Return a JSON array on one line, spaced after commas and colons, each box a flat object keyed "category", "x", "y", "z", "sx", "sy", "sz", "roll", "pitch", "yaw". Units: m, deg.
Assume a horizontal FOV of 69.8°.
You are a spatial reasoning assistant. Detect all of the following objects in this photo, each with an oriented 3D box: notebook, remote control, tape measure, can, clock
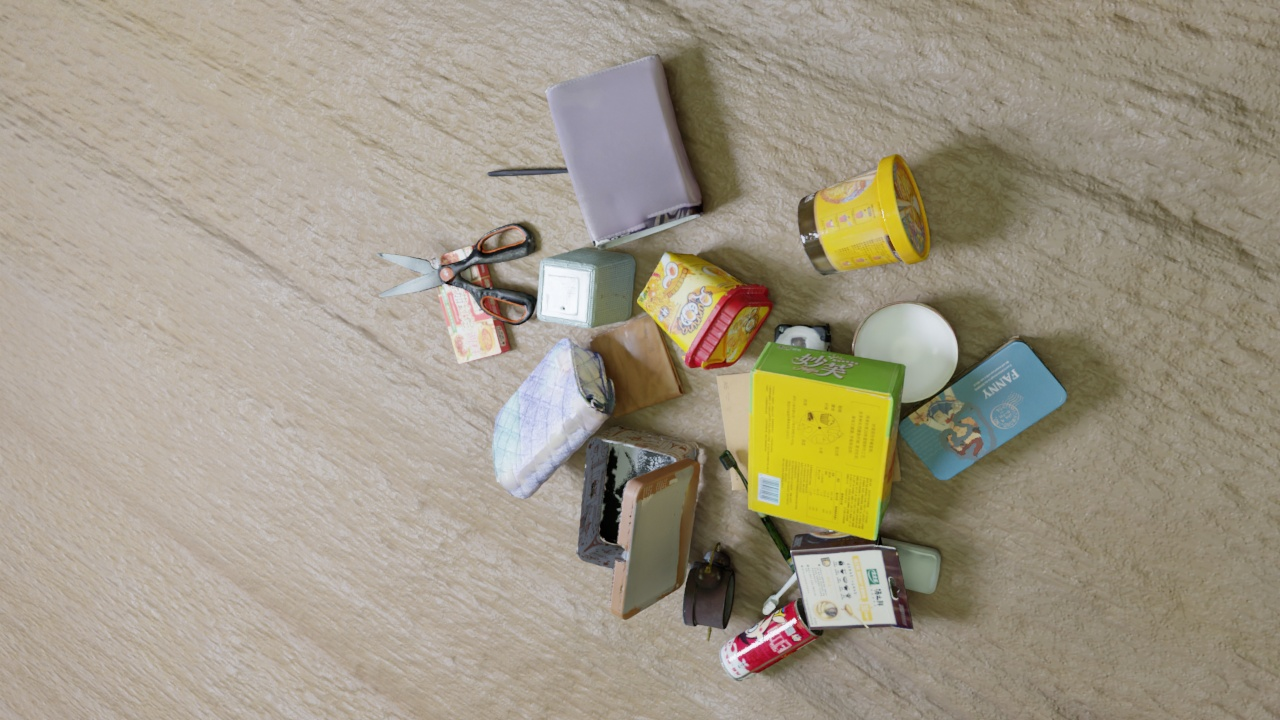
[{"category": "notebook", "x": 0.203, "y": 0.081, "z": 1.127, "sx": 0.212, "sy": 0.012, "sz": 0.149, "roll": -6, "pitch": 96, "yaw": 23}, {"category": "remote control", "x": 0.293, "y": 0.242, "z": 1.115, "sx": 0.136, "sy": 0.020, "sz": 0.056, "roll": 9, "pitch": 103, "yaw": 21}, {"category": "tape measure", "x": 0.194, "y": -0.011, "z": 1.095, "sx": 0.066, "sy": 0.033, "sz": 0.066, "roll": 0, "pitch": 91, "yaw": 25}, {"category": "can", "x": 0.166, "y": 0.358, "z": 1.172, "sx": 0.133, "sy": 0.053, "sz": 0.053, "roll": -40, "pitch": 84, "yaw": 24}, {"category": "clock", "x": 0.089, "y": 0.291, "z": 1.177, "sx": 0.055, "sy": 0.082, "sz": 0.122, "roll": 7, "pitch": 104, "yaw": 17}]

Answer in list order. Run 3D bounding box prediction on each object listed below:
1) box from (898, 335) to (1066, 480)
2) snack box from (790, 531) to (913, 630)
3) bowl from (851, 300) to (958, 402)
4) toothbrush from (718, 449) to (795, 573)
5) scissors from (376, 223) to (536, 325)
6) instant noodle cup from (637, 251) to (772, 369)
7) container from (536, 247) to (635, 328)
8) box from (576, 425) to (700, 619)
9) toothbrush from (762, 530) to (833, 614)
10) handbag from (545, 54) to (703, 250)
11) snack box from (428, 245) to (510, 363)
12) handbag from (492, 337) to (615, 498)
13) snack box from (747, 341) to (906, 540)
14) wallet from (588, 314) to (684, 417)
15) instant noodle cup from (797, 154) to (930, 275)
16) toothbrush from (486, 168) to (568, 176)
[{"category": "box", "x": 0.382, "y": 0.050, "z": 1.020, "sx": 0.185, "sy": 0.059, "sz": 0.090, "roll": -43, "pitch": 83, "yaw": 25}, {"category": "snack box", "x": 0.252, "y": 0.262, "z": 1.090, "sx": 0.126, "sy": 0.053, "sz": 0.113, "roll": -9, "pitch": 108, "yaw": 21}, {"category": "bowl", "x": 0.298, "y": -0.013, "z": 1.037, "sx": 0.113, "sy": 0.062, "sz": 0.113, "roll": 2, "pitch": 99, "yaw": 15}, {"category": "toothbrush", "x": 0.151, "y": 0.194, "z": 1.155, "sx": 0.012, "sy": 0.017, "sz": 0.186, "roll": -24, "pitch": 98, "yaw": 55}, {"category": "scissors", "x": -0.237, "y": -0.108, "z": 1.233, "sx": 0.222, "sy": 0.021, "sz": 0.210, "roll": -35, "pitch": 92, "yaw": 7}, {"category": "instant noodle cup", "x": 0.074, "y": -0.065, "z": 1.104, "sx": 0.123, "sy": 0.115, "sz": 0.116, "roll": 41, "pitch": 113, "yaw": 24}, {"category": "container", "x": -0.070, "y": -0.090, "z": 1.152, "sx": 0.090, "sy": 0.111, "sz": 0.090, "roll": 10, "pitch": 103, "yaw": 21}, {"category": "box", "x": -0.015, "y": 0.200, "z": 1.140, "sx": 0.157, "sy": 0.193, "sz": 0.183, "roll": 11, "pitch": 104, "yaw": 22}, {"category": "toothbrush", "x": 0.204, "y": 0.257, "z": 1.140, "sx": 0.016, "sy": 0.016, "sz": 0.180, "roll": 36, "pitch": 118, "yaw": 5}, {"category": "handbag", "x": -0.017, "y": -0.248, "z": 1.106, "sx": 0.145, "sy": 0.098, "sz": 0.197, "roll": -16, "pitch": 93, "yaw": 8}, {"category": "snack box", "x": -0.237, "y": -0.077, "z": 1.271, "sx": 0.075, "sy": 0.025, "sz": 0.153, "roll": -13, "pitch": 95, "yaw": 25}, {"category": "handbag", "x": -0.114, "y": 0.074, "z": 1.190, "sx": 0.075, "sy": 0.134, "sz": 0.194, "roll": 24, "pitch": 125, "yaw": -30}, {"category": "snack box", "x": 0.207, "y": 0.092, "z": 1.042, "sx": 0.158, "sy": 0.069, "sz": 0.210, "roll": 11, "pitch": 126, "yaw": 21}, {"category": "wallet", "x": -0.007, "y": 0.007, "z": 1.197, "sx": 0.101, "sy": 0.020, "sz": 0.115, "roll": -21, "pitch": 89, "yaw": 23}, {"category": "instant noodle cup", "x": 0.244, "y": -0.152, "z": 1.011, "sx": 0.115, "sy": 0.118, "sz": 0.118, "roll": -15, "pitch": 94, "yaw": 32}, {"category": "toothbrush", "x": -0.121, "y": -0.249, "z": 1.195, "sx": 0.181, "sy": 0.015, "sz": 0.018, "roll": 0, "pitch": 94, "yaw": 22}]
